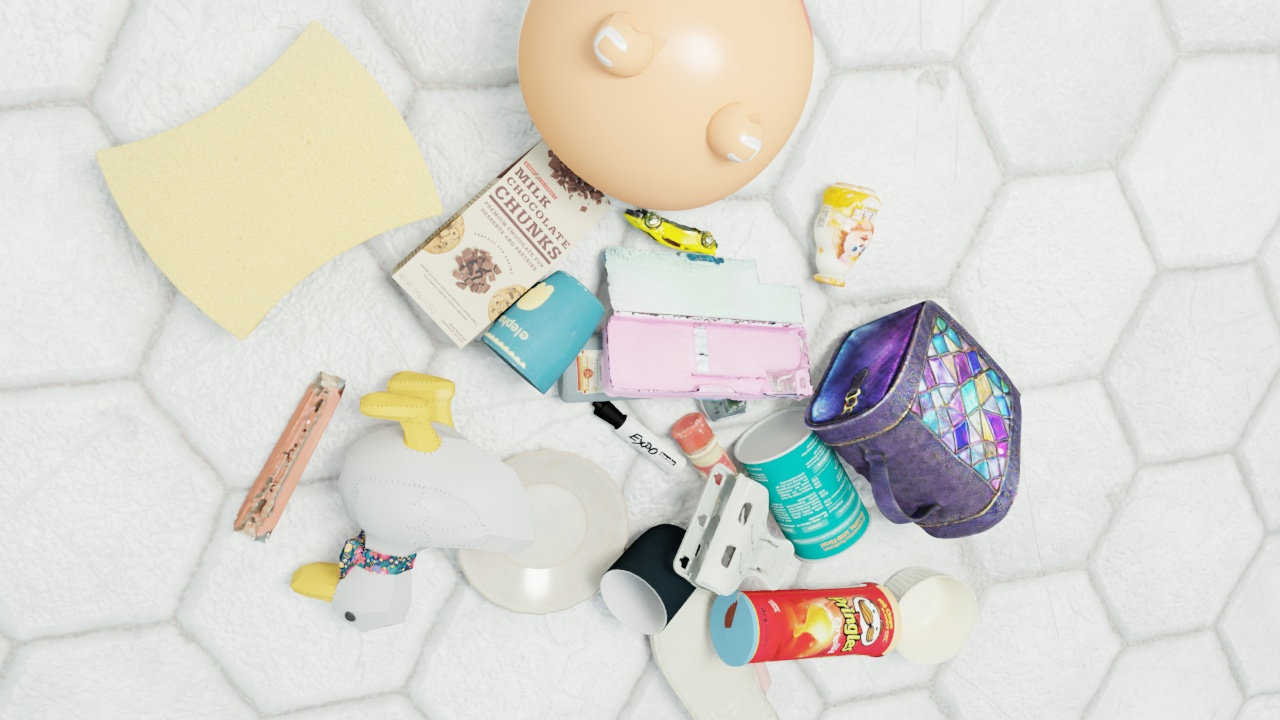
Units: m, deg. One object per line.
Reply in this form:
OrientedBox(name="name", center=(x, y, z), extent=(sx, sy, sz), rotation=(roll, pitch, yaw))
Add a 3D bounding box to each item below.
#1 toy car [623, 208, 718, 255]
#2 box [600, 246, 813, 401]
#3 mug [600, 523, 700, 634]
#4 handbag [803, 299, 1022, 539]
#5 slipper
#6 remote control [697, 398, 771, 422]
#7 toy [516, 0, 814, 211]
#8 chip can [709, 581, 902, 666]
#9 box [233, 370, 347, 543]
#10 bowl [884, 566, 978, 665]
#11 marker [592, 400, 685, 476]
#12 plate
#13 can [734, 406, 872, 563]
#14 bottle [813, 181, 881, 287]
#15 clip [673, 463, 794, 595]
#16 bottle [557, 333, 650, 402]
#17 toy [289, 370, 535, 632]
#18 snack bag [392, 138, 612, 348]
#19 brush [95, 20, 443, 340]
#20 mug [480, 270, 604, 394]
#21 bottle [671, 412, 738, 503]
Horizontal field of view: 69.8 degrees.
OrientedBox(name="toy car", center=(0.031, -0.133, 0.953), extent=(0.107, 0.049, 0.030), rotation=(19, 98, -16))
OrientedBox(name="box", center=(0.069, -0.038, 0.963), extent=(0.230, 0.035, 0.159), rotation=(3, 74, -21))
OrientedBox(name="mug", center=(0.010, 0.244, 1.008), extent=(0.085, 0.094, 0.122), rotation=(42, 134, 9))
OrientedBox(name="handbag", center=(0.291, 0.072, 0.972), extent=(0.205, 0.126, 0.221), rotation=(40, 53, -20))
OrientedBox(name="slipper", center=(0.095, 0.378, 1.077), extent=(0.114, 0.054, 0.274), rotation=(-26, 97, -3))
OrientedBox(name="remote control", center=(0.117, 0.026, 1.019), extent=(0.114, 0.028, 0.060), rotation=(-21, 106, -8))
OrientedBox(name="toy", center=(0.026, -0.262, 0.805), extent=(0.262, 0.280, 0.266), rotation=(33, 113, -18))
OrientedBox(name="chip can", center=(0.190, 0.298, 1.042), extent=(0.213, 0.087, 0.087), rotation=(6, 101, -30))
OrientedBox(name="box", center=(-0.351, 0.093, 0.913), extent=(0.053, 0.058, 0.187), rotation=(30, 93, 12))
OrientedBox(name="bowl", center=(0.343, 0.304, 1.119), extent=(0.115, 0.062, 0.115), rotation=(-3, 103, -13))
OrientedBox(name="marker", center=(-0.002, 0.082, 1.004), extent=(0.126, 0.025, 0.025), rotation=(39, 91, -18))
OrientedBox(name="plate", center=(-0.107, 0.185, 1.000), extent=(0.188, 0.027, 0.189), rotation=(-3, 103, -13))
OrientedBox(name="can", center=(0.182, 0.138, 1.022), extent=(0.099, 0.099, 0.144), rotation=(-33, 108, -5))
OrientedBox(name="bottle", center=(0.218, -0.135, 0.990), extent=(0.063, 0.063, 0.108), rotation=(11, 100, -16))
OrientedBox(name="clip", center=(0.105, 0.194, 0.978), extent=(0.147, 0.082, 0.124), rotation=(39, 70, -35))
OrientedBox(name="bottle", center=(-0.006, 0.006, 0.975), extent=(0.161, 0.046, 0.072), rotation=(-2, 101, -13))
OrientedBox(name="toy", center=(-0.225, 0.151, 0.906), extent=(0.247, 0.140, 0.268), rotation=(7, 105, 5))
OrientedBox(name="snack bag", center=(-0.134, -0.121, 0.904), extent=(0.206, 0.070, 0.094), rotation=(-42, 108, -2))
OrientedBox(name="brush", center=(-0.329, -0.162, 0.843), extent=(0.250, 0.075, 0.195), rotation=(-34, 108, -5))
OrientedBox(name="mug", center=(-0.100, -0.038, 0.911), extent=(0.104, 0.112, 0.084), rotation=(-48, 133, -7))
OrientedBox(name="bottle", center=(0.077, 0.110, 1.021), extent=(0.044, 0.044, 0.109), rotation=(-35, 109, -5))
